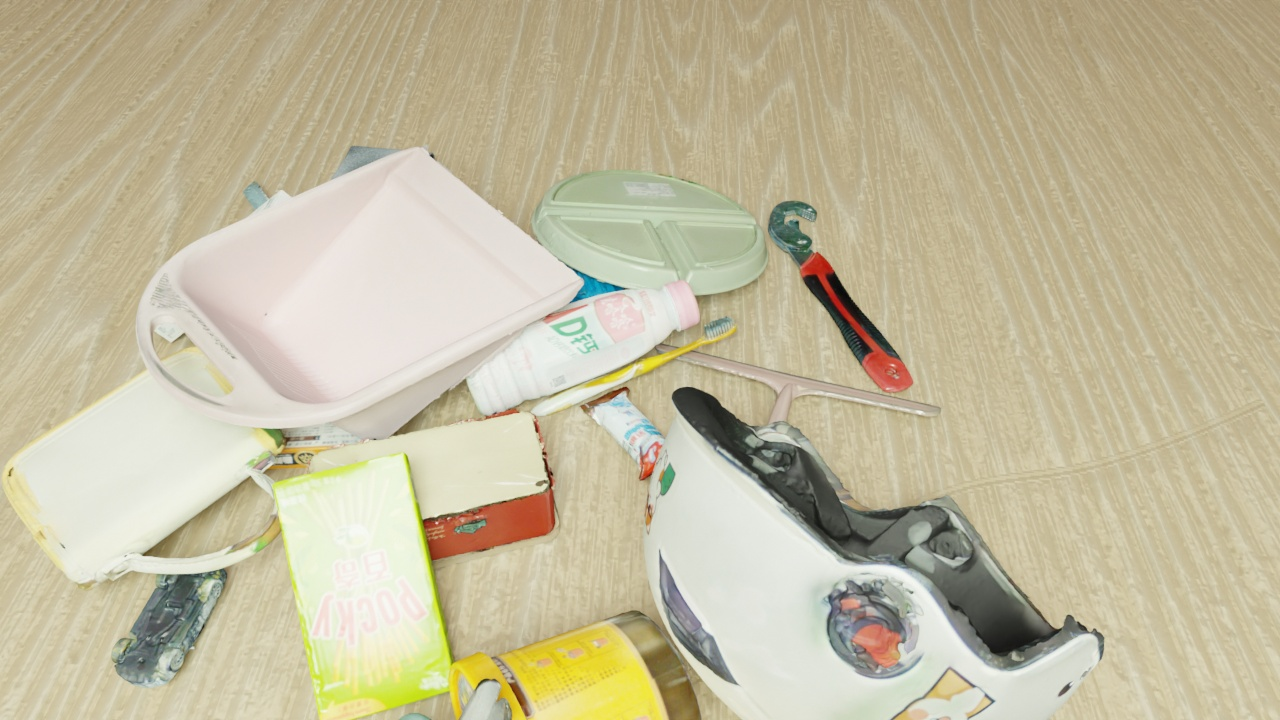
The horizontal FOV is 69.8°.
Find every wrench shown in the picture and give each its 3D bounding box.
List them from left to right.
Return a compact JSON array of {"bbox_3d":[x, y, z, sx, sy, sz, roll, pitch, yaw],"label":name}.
[{"bbox_3d":[0.180,-0.068,0.862,0.056,0.016,0.273,-11,46,-9],"label":"wrench"}]

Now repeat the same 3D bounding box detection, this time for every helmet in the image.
[{"bbox_3d":[0.107,0.143,0.535,0.274,0.157,0.230,26,9,-13],"label":"helmet"}]

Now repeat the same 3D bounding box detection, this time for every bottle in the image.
[{"bbox_3d":[-0.048,-0.016,0.757,0.197,0.068,0.068,-19,48,-7],"label":"bottle"}]

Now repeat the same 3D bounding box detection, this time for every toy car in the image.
[{"bbox_3d":[-0.312,0.175,0.614,0.043,0.034,0.090,9,48,5],"label":"toy car"}]

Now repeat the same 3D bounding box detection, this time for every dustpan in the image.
[{"bbox_3d":[-0.213,-0.058,0.681,0.222,0.139,0.273,37,79,23],"label":"dustpan"}]

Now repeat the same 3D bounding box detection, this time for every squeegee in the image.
[{"bbox_3d":[0.095,0.084,0.699,0.248,0.040,0.248,13,48,12],"label":"squeegee"}]

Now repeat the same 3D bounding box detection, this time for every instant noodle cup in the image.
[{"bbox_3d":[-0.036,0.209,0.529,0.114,0.119,0.118,-18,48,-26],"label":"instant noodle cup"}]

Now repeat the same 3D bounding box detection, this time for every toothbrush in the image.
[{"bbox_3d":[-0.005,0.005,0.772,0.191,0.018,0.016,-23,40,-9],"label":"toothbrush"}]

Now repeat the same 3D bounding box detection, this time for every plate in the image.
[{"bbox_3d":[0.012,-0.130,0.876,0.230,0.028,0.229,8,34,-6],"label":"plate"}]

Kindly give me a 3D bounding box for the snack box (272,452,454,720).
[{"bbox_3d":[-0.176,0.144,0.590,0.085,0.026,0.156,-12,83,-11],"label":"snack box"}]

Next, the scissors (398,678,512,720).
[{"bbox_3d":[-0.113,0.213,0.498,0.019,0.186,0.132,5,18,-39],"label":"scissors"}]

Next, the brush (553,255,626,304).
[{"bbox_3d":[-0.161,-0.078,0.848,0.314,0.061,0.109,4,40,5],"label":"brush"}]

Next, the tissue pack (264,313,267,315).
[{"bbox_3d":[-0.285,-0.056,0.814,0.140,0.063,0.089,12,55,11],"label":"tissue pack"}]

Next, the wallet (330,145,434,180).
[{"bbox_3d":[-0.285,-0.188,0.980,0.097,0.019,0.120,6,47,9],"label":"wallet"}]

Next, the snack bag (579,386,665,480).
[{"bbox_3d":[-0.005,0.056,0.732,0.048,0.026,0.104,-26,49,-18],"label":"snack bag"}]

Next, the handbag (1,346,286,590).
[{"bbox_3d":[-0.330,0.092,0.647,0.163,0.063,0.179,-39,59,-22],"label":"handbag"}]

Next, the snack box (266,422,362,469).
[{"bbox_3d":[-0.287,0.051,0.739,0.153,0.026,0.075,-3,47,-3],"label":"snack box"}]

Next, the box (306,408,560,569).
[{"bbox_3d":[-0.149,0.092,0.662,0.168,0.080,0.091,-11,48,-11],"label":"box"}]

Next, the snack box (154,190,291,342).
[{"bbox_3d":[-0.365,-0.082,0.807,0.157,0.027,0.084,-26,37,29],"label":"snack box"}]

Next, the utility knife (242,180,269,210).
[{"bbox_3d":[-0.354,-0.126,0.917,0.033,0.015,0.195,-28,55,-24],"label":"utility knife"}]
